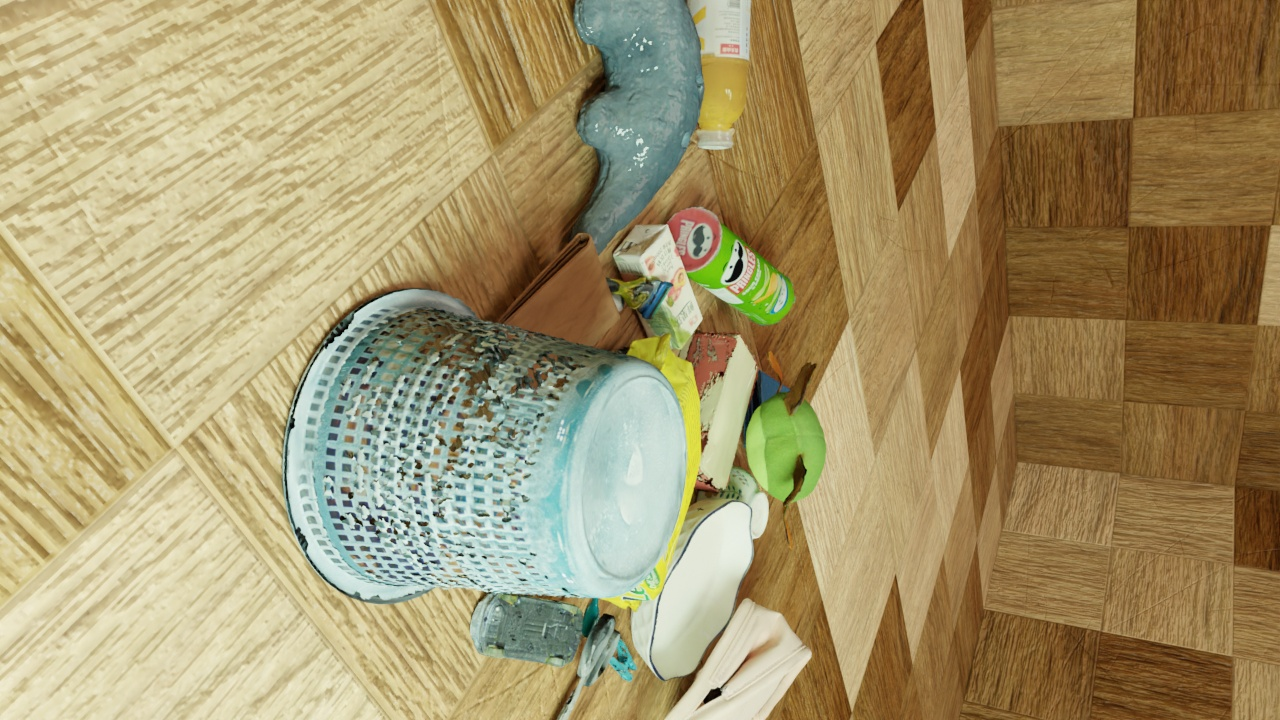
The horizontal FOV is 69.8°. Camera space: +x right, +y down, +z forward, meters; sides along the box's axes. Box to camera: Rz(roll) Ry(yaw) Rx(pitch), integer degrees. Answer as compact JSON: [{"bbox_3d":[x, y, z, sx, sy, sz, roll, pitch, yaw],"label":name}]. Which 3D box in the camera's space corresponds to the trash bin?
[{"bbox_3d":[-0.084,0.068,0.616,0.226,0.195,0.226,-14,106,-59],"label":"trash bin"}]

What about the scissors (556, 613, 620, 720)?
[{"bbox_3d":[-0.062,0.323,0.862,0.145,0.014,0.172,11,97,-69],"label":"scissors"}]

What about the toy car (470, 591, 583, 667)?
[{"bbox_3d":[-0.096,0.226,0.776,0.120,0.037,0.054,28,70,-47],"label":"toy car"}]

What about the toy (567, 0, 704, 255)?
[{"bbox_3d":[-0.006,-0.260,0.827,0.137,0.091,0.356,-2,95,-32],"label":"toy"}]

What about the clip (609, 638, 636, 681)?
[{"bbox_3d":[-0.019,0.309,0.940,0.041,0.014,0.056,-59,139,-37],"label":"clip"}]

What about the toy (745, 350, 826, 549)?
[{"bbox_3d":[0.161,0.097,1.031,0.247,0.090,0.226,76,15,-77],"label":"toy"}]

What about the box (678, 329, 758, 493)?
[{"bbox_3d":[0.079,0.055,1.008,0.091,0.079,0.168,50,52,-51],"label":"box"}]

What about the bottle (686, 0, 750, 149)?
[{"bbox_3d":[0.081,-0.322,0.972,0.067,0.068,0.189,-9,102,-59],"label":"bottle"}]

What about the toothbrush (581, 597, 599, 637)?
[{"bbox_3d":[-0.028,0.177,0.906,0.018,0.016,0.191,51,51,-63],"label":"toothbrush"}]

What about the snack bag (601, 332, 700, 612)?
[{"bbox_3d":[0.005,0.111,0.825,0.247,0.068,0.157,82,27,-50],"label":"snack bag"}]

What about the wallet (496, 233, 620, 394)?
[{"bbox_3d":[-0.067,-0.035,0.773,0.115,0.020,0.101,-48,144,-23],"label":"wallet"}]

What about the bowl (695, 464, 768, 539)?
[{"bbox_3d":[0.116,0.182,1.107,0.113,0.062,0.113,-9,100,-58],"label":"bowl"}]

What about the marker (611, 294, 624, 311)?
[{"bbox_3d":[-0.054,-0.046,0.829,0.130,0.018,0.023,-13,130,-58],"label":"marker"}]

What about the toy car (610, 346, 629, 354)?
[{"bbox_3d":[-0.005,0.005,0.900,0.090,0.035,0.042,-6,100,-60],"label":"toy car"}]

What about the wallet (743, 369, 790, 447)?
[{"bbox_3d":[0.172,0.076,1.213,0.133,0.040,0.106,26,63,-56],"label":"wallet"}]

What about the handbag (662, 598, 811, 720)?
[{"bbox_3d":[0.065,0.383,0.988,0.233,0.093,0.194,-30,149,-38],"label":"handbag"}]

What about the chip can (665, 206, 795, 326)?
[{"bbox_3d":[0.104,-0.101,1.040,0.235,0.072,0.072,24,73,-59],"label":"chip can"}]

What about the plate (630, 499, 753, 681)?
[{"bbox_3d":[0.056,0.241,0.992,0.204,0.046,0.205,-33,133,-45],"label":"plate"}]

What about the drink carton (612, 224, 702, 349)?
[{"bbox_3d":[0.017,-0.073,0.919,0.053,0.046,0.122,-55,137,-33],"label":"drink carton"}]

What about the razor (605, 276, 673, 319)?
[{"bbox_3d":[-0.031,-0.067,0.835,0.142,0.022,0.043,7,120,-47],"label":"razor"}]
